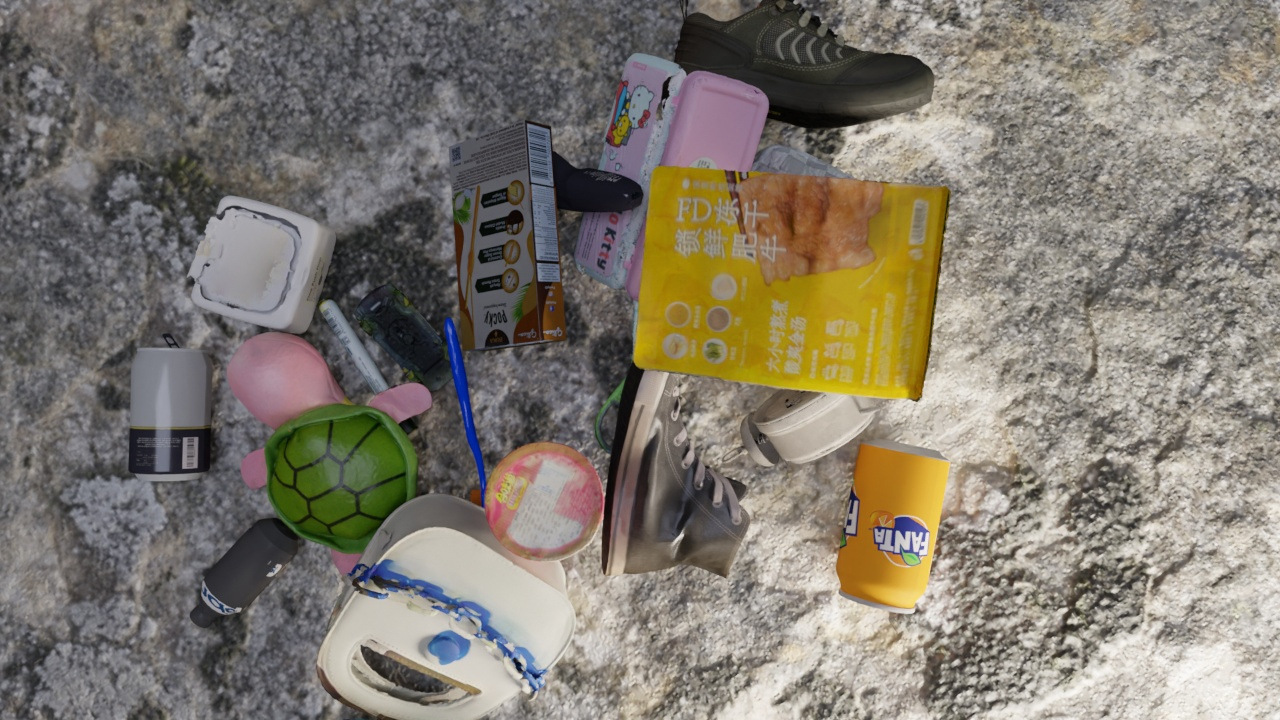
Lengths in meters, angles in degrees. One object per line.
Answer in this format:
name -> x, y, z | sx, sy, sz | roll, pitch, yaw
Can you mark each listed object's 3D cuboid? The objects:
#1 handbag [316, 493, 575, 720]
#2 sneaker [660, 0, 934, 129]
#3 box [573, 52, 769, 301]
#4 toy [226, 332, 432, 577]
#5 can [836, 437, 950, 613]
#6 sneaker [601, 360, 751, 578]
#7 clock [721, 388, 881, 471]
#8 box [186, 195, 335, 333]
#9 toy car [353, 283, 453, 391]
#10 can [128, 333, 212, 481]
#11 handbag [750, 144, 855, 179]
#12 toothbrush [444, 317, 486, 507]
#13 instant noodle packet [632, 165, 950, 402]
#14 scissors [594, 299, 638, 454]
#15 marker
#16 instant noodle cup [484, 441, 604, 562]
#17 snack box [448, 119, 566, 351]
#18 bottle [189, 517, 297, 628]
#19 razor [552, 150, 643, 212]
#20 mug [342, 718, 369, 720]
handbag -> -0.168, 0.230, 0.773 | 0.200, 0.093, 0.199 | 34, 96, -21
sneaker -> 0.139, -0.285, 0.818 | 0.238, 0.101, 0.143 | 2, 94, 5
box -> 0.017, -0.149, 0.784 | 0.150, 0.073, 0.202 | 21, 108, 12
toy -> -0.269, 0.082, 0.800 | 0.190, 0.087, 0.238 | -22, 98, 8
can -> 0.223, 0.144, 0.815 | 0.079, 0.079, 0.142 | 12, 88, -1
sneaker -> 0.039, 0.077, 0.795 | 0.120, 0.095, 0.235 | 6, 94, -8
clock -> 0.141, 0.059, 0.815 | 0.157, 0.103, 0.061 | -31, 97, 23
box -> -0.338, -0.087, 0.810 | 0.102, 0.076, 0.107 | 17, 85, -2
toy car -> -0.210, -0.020, 0.832 | 0.048, 0.033, 0.105 | -41, 103, -5
can -> -0.413, 0.040, 0.808 | 0.064, 0.064, 0.127 | 1, 88, -2
handbag -> 0.160, -0.115, 0.801 | 0.171, 0.123, 0.112 | 24, 102, 0
toothbrush -> -0.159, 0.052, 0.826 | 0.018, 0.016, 0.182 | -9, 97, 3
instant noodle packet -> 0.110, -0.063, 0.716 | 0.221, 0.084, 0.163 | 6, 99, 4
scissors -> -0.008, 0.003, 0.846 | 0.078, 0.033, 0.175 | 1, 84, 0
marker -> -0.249, 0.006, 0.837 | 0.017, 0.017, 0.146 | -33, 90, -3
instant noodle cup -> -0.079, 0.116, 0.792 | 0.097, 0.108, 0.097 | 0, 88, -2
snack box -> -0.119, -0.105, 0.808 | 0.101, 0.031, 0.186 | -6, 88, 40
bottle -> -0.353, 0.190, 0.814 | 0.047, 0.047, 0.112 | 43, 88, 0
razor -> -0.053, -0.153, 0.799 | 0.047, 0.143, 0.052 | -34, 125, -34
mug -> -0.222, 0.346, 0.786 | 0.104, 0.084, 0.112 | 16, 128, 7
